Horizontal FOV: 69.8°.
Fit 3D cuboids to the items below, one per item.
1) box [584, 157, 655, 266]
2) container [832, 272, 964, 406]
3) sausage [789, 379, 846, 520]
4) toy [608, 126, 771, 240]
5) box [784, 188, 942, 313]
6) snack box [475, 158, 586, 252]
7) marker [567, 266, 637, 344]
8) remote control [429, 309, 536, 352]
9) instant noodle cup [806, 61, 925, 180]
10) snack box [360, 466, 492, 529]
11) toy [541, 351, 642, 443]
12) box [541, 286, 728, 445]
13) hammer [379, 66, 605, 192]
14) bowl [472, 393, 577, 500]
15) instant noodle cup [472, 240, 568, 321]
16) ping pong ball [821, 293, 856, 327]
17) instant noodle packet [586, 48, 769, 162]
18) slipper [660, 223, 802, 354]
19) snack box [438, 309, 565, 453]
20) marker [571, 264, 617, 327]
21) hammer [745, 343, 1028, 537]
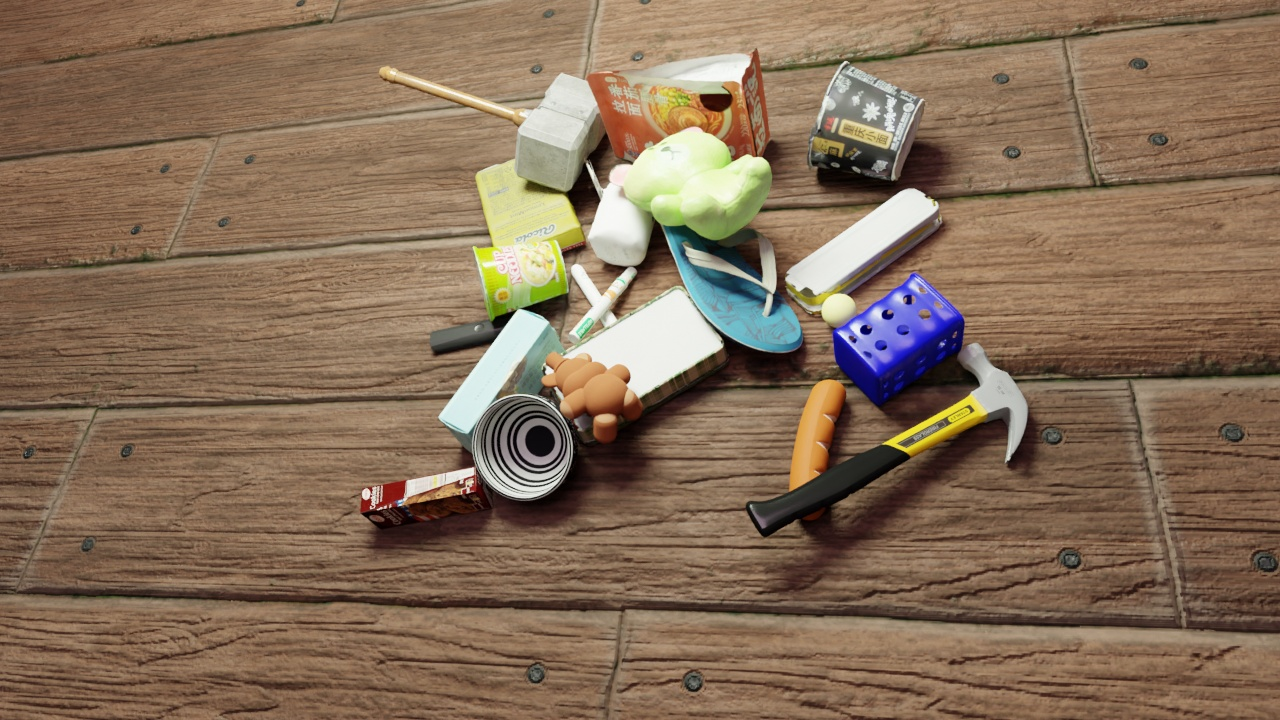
[{"bbox_3d":[-0.037,-0.203,1.219,0.126,0.084,0.155,3,58,25],"label":"box"},{"bbox_3d":[0.282,-0.021,1.012,0.113,0.084,0.085,-35,58,-6],"label":"container"},{"bbox_3d":[0.190,0.094,0.993,0.044,0.039,0.164,8,62,16],"label":"sausage"},{"bbox_3d":[0.067,-0.212,1.119,0.150,0.107,0.197,-33,34,-7],"label":"toy"},{"bbox_3d":[0.272,-0.134,1.120,0.209,0.037,0.064,-35,51,-7],"label":"box"},{"bbox_3d":[-0.157,-0.212,1.279,0.121,0.045,0.180,-21,54,0],"label":"snack box"},{"bbox_3d":[-0.046,-0.072,1.153,0.017,0.017,0.145,18,49,25],"label":"marker"},{"bbox_3d":[-0.204,-0.039,1.201,0.147,0.015,0.033,-11,57,9],"label":"remote control"},{"bbox_3d":[0.287,-0.293,1.157,0.112,0.137,0.137,22,67,17],"label":"instant noodle cup"},{"bbox_3d":[-0.248,0.161,1.068,0.141,0.051,0.031,-12,57,9],"label":"snack box"},{"bbox_3d":[-0.061,0.033,1.039,0.094,0.065,0.128,-34,47,-27],"label":"toy"},{"bbox_3d":[-0.007,0.006,1.099,0.205,0.051,0.117,-33,59,-5],"label":"box"},{"bbox_3d":[-0.217,-0.355,1.280,0.318,0.083,0.162,19,47,4],"label":"hammer"},{"bbox_3d":[-0.125,0.096,1.057,0.120,0.066,0.120,1,93,14],"label":"bowl"},{"bbox_3d":[-0.153,-0.110,1.184,0.108,0.099,0.098,-14,55,-9],"label":"instant noodle cup"},{"bbox_3d":[0.233,-0.058,1.075,0.040,0.040,0.040,-7,57,11],"label":"ping pong ball"},{"bbox_3d":[0.051,-0.325,1.217,0.221,0.164,0.083,6,62,18],"label":"instant noodle packet"},{"bbox_3d":[0.102,-0.123,1.120,0.118,0.060,0.294,-10,50,-21],"label":"slipper"},{"bbox_3d":[-0.164,0.029,1.113,0.053,0.075,0.174,25,68,26],"label":"snack box"},{"bbox_3d":[-0.059,-0.078,1.182,0.020,0.017,0.133,-6,47,-34],"label":"marker"},{"bbox_3d":[0.258,0.097,0.950,0.323,0.029,0.127,-26,60,-11],"label":"hammer"}]
